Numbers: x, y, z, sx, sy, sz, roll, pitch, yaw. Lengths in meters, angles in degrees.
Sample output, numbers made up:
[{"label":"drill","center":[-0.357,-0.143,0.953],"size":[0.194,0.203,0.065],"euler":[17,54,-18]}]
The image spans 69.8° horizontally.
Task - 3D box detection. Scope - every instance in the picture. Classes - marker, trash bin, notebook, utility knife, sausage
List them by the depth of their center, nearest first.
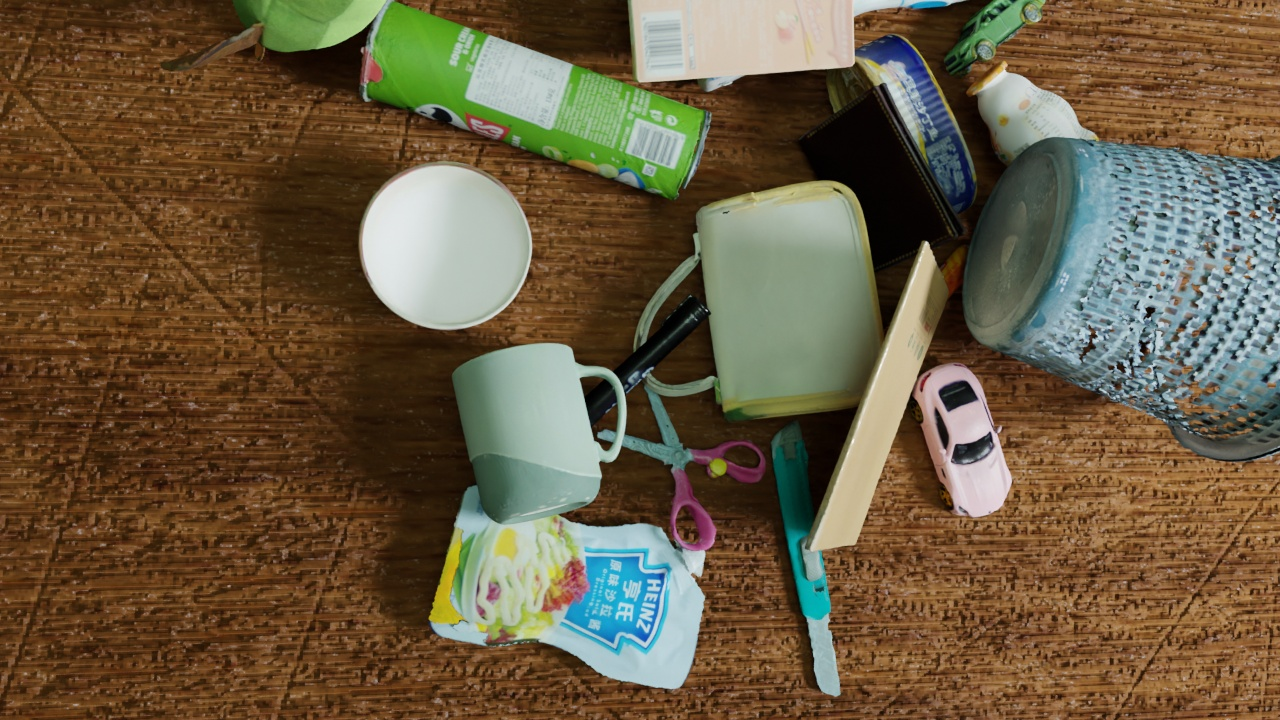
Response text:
[{"label":"notebook","center":[0.170,0.033,0.638],"size":[0.008,0.147,0.207],"euler":[21,91,25]},{"label":"trash bin","center":[0.348,-0.061,0.644],"size":[0.195,0.227,0.226],"euler":[14,84,-3]},{"label":"marker","center":[-0.004,0.004,0.657],"size":[0.132,0.020,0.022],"euler":[-43,61,8]},{"label":"utility knife","center":[0.127,0.150,0.693],"size":[0.029,0.013,0.209],"euler":[-10,89,-10]},{"label":"sausage","center":[0.212,-0.033,0.714],"size":[0.021,0.021,0.165],"euler":[45,81,-5]}]

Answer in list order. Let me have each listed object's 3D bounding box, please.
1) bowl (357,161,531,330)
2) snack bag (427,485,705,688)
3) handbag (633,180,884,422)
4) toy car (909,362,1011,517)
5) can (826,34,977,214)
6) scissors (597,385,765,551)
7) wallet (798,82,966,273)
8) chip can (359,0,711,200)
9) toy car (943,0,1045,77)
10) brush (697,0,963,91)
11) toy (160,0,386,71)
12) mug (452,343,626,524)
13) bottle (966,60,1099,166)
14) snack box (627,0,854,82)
[{"label":"bowl","center":[-0.134,-0.076,0.637],"size":[0.113,0.062,0.113],"euler":[0,88,-9]},{"label":"snack bag","center":[-0.046,0.161,0.652],"size":[0.191,0.039,0.110],"euler":[16,72,-9]},{"label":"handbag","center":[0.080,-0.037,0.678],"size":[0.179,0.063,0.163],"euler":[-8,86,5]},{"label":"toy car","center":[0.250,0.062,0.708],"size":[0.056,0.037,0.122],"euler":[-20,91,-9]},{"label":"can","center":[0.197,-0.170,0.693],"size":[0.049,0.075,0.148],"euler":[-27,92,-13]},{"label":"scissors","center":[0.029,0.080,0.673],"size":[0.133,0.017,0.128],"euler":[17,70,-13]},{"label":"wallet","center":[0.174,-0.130,0.677],"size":[0.020,0.097,0.122],"euler":[-31,93,-30]},{"label":"chip can","center":[-0.072,-0.181,0.648],"size":[0.236,0.072,0.072],"euler":[17,84,-9]},{"label":"toy car","center":[0.278,-0.261,0.728],"size":[0.091,0.043,0.036],"euler":[-43,97,-11]},{"label":"brush","center":[0.167,-0.287,0.707],"size":[0.314,0.060,0.109],"euler":[-30,98,-11]},{"label":"toy","center":[-0.196,-0.262,0.578],"size":[0.090,0.228,0.246],"euler":[42,37,-30]},{"label":"mug","center":[-0.062,0.048,0.621],"size":[0.111,0.082,0.106],"euler":[-13,76,-7]},{"label":"bottle","center":[0.304,-0.182,0.717],"size":[0.063,0.063,0.108],"euler":[-44,95,-9]},{"label":"snack box","center":[0.070,-0.243,0.643],"size":[0.157,0.026,0.084],"euler":[-5,105,-4]}]
